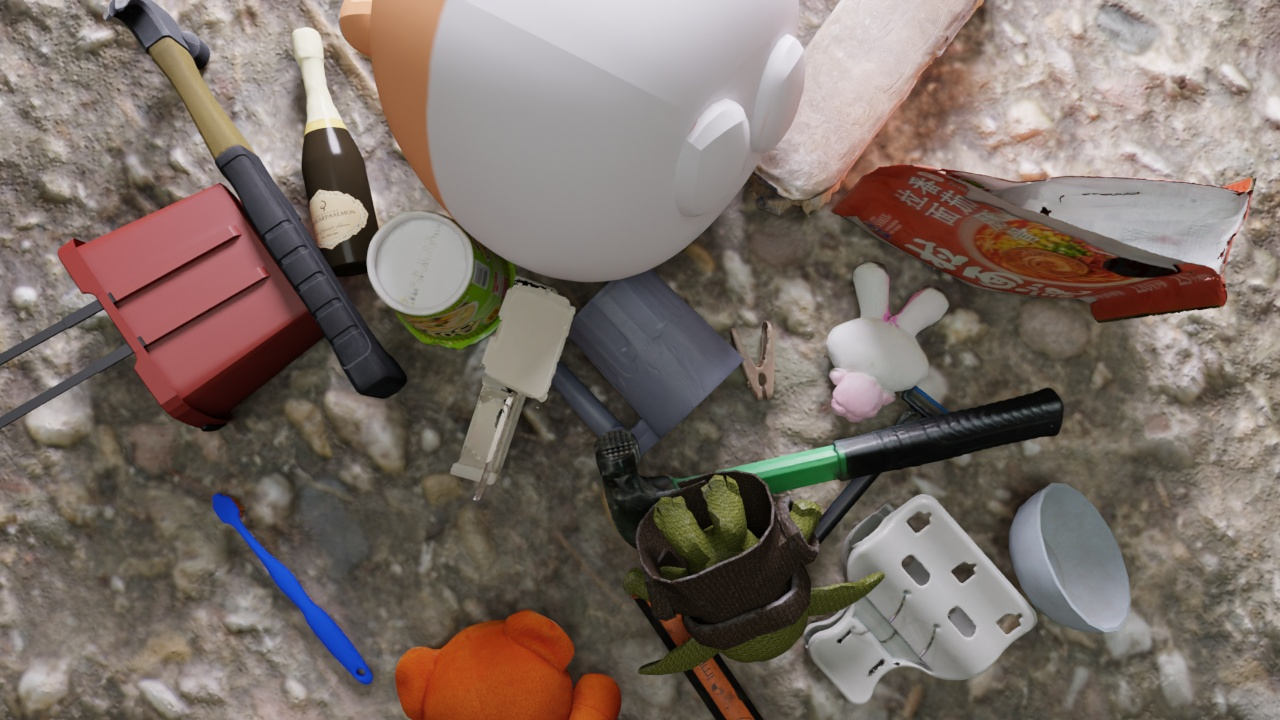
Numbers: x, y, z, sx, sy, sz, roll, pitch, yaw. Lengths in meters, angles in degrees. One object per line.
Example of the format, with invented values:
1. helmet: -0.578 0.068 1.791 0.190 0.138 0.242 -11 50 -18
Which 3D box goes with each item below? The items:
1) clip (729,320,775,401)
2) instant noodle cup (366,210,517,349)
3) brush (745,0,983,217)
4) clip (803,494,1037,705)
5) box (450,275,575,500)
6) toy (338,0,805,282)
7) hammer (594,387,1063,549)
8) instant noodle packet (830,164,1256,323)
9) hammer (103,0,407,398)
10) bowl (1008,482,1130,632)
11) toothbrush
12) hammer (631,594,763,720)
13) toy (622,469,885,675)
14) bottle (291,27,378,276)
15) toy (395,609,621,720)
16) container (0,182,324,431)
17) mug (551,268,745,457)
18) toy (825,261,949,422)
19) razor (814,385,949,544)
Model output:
1. clip: 0.081 0.001 0.688 0.041 0.024 0.061 0 92 0
2. instant noodle cup: -0.143 -0.062 0.649 0.099 0.108 0.099 0 87 0
3. brush: 0.172 -0.227 0.679 0.083 0.056 0.271 36 88 5
4. clip: 0.190 0.181 0.674 0.152 0.095 0.126 -43 87 19
5. box: -0.084 0.017 0.609 0.050 0.184 0.143 18 92 -6
6. toy: -0.041 -0.195 0.578 0.281 0.266 0.262 31 59 18
7. hammer: 0.135 0.072 0.642 0.319 0.032 0.130 -13 127 1
8. instant noodle packet: 0.251 -0.095 0.621 0.221 0.164 0.084 14 90 0
9. hammer: -0.262 -0.116 0.627 0.025 0.118 0.333 -35 81 1
10. bowl: 0.300 0.144 0.656 0.106 0.039 0.106 20 55 -30
11. toothbrush: -0.260 0.171 0.689 0.016 0.018 0.182 -39 91 -1
12. hammer: 0.101 0.282 0.672 0.138 0.035 0.314 -34 88 -1
13. toy: 0.061 0.139 0.609 0.179 0.078 0.153 -24 127 6
14. bottle: -0.231 -0.157 0.683 0.045 0.045 0.184 -13 88 0
15. toy: -0.090 0.262 0.652 0.164 0.093 0.172 -20 100 2
16. container: -0.339 -0.017 0.638 0.200 0.127 0.148 -35 88 -11
17. mug: -0.004 0.004 0.667 0.104 0.083 0.124 46 115 2
18. toy: 0.177 -0.011 0.680 0.079 0.038 0.122 25 78 6
19. razor: 0.172 0.084 0.687 0.043 0.022 0.144 41 94 10
